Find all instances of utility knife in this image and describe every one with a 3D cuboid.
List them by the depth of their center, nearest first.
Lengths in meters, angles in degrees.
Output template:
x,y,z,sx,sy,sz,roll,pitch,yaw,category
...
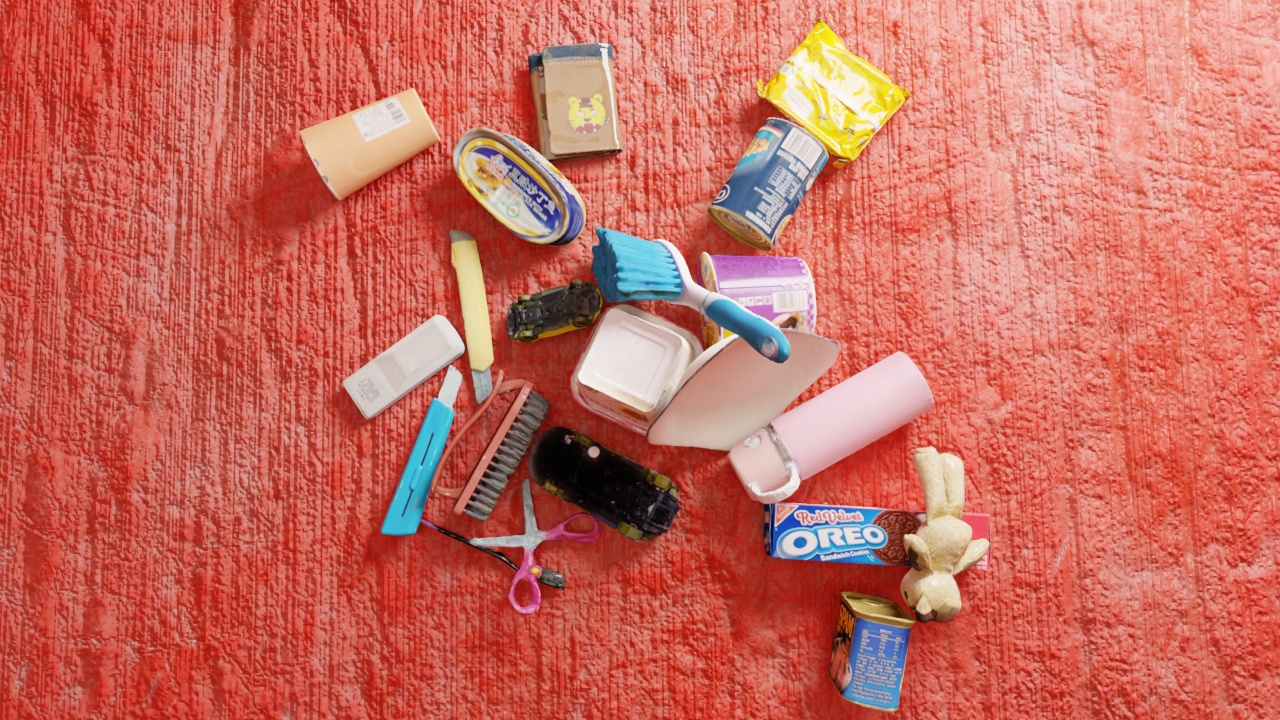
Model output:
x,y,z,sx,sy,sz,roll,pitch,yaw,category
-0.217,0.092,0.930,0.034,0.018,0.182,16,79,6,utility knife
-0.172,-0.048,0.943,0.031,0.019,0.183,-10,78,6,utility knife

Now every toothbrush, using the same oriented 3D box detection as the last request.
x,y,z,sx,sy,sz,roll,pitch,yaw,category
-0.161,0.187,0.926,0.189,0.014,0.016,24,79,5,toothbrush

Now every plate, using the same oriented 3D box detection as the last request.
x,y,z,sx,sy,sz,roll,pitch,yaw,category
0.089,0.021,0.849,0.164,0.164,0.034,-48,55,27,plate

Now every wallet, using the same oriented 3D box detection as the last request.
x,y,z,sx,sy,sz,roll,pitch,yaw,category
-0.068,-0.267,0.952,0.090,0.033,0.115,-6,88,2,wallet

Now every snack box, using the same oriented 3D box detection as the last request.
x,y,z,sx,sy,sz,roll,pitch,yaw,category
0.224,0.168,0.884,0.207,0.058,0.057,3,82,4,snack box

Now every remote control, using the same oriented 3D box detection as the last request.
x,y,z,sx,sy,sz,roll,pitch,yaw,category
-0.242,0.005,0.941,0.125,0.024,0.049,-36,84,0,remote control

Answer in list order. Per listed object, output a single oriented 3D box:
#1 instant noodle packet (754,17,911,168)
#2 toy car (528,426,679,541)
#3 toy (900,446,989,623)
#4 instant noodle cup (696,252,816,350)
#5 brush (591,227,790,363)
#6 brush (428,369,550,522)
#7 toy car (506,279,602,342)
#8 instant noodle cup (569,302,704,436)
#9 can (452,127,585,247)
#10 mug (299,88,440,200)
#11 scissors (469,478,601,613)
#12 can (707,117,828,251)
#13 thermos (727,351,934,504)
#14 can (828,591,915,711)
x,y,z,sx,sy,sz,roll,pitch,yaw,category
0.191,-0.270,0.930,0.128,0.044,0.110,41,82,2,instant noodle packet
-0.036,0.120,0.909,0.158,0.042,0.070,29,87,4,toy car
0.265,0.156,0.827,0.105,0.066,0.157,14,76,-38,toy
0.112,-0.054,0.890,0.099,0.112,0.111,-7,84,-7,instant noodle cup
0.030,-0.061,0.805,0.109,0.314,0.061,4,109,-13,brush
-0.149,0.083,0.909,0.069,0.063,0.145,30,86,-8,brush
-0.085,-0.046,0.924,0.105,0.032,0.048,-15,63,19,toy car
-0.005,0.005,0.877,0.116,0.124,0.116,25,86,5,instant noodle cup
-0.123,-0.174,0.927,0.148,0.049,0.075,43,104,8,can
-0.273,-0.226,0.939,0.122,0.078,0.078,-28,84,-4,mug
-0.103,0.182,0.913,0.134,0.017,0.133,-6,71,-5,scissors
0.127,-0.175,0.909,0.075,0.075,0.111,33,87,5,can
0.183,0.070,0.881,0.198,0.087,0.067,-29,118,-1,thermos
0.212,0.268,0.853,0.057,0.102,0.083,10,87,3,can
